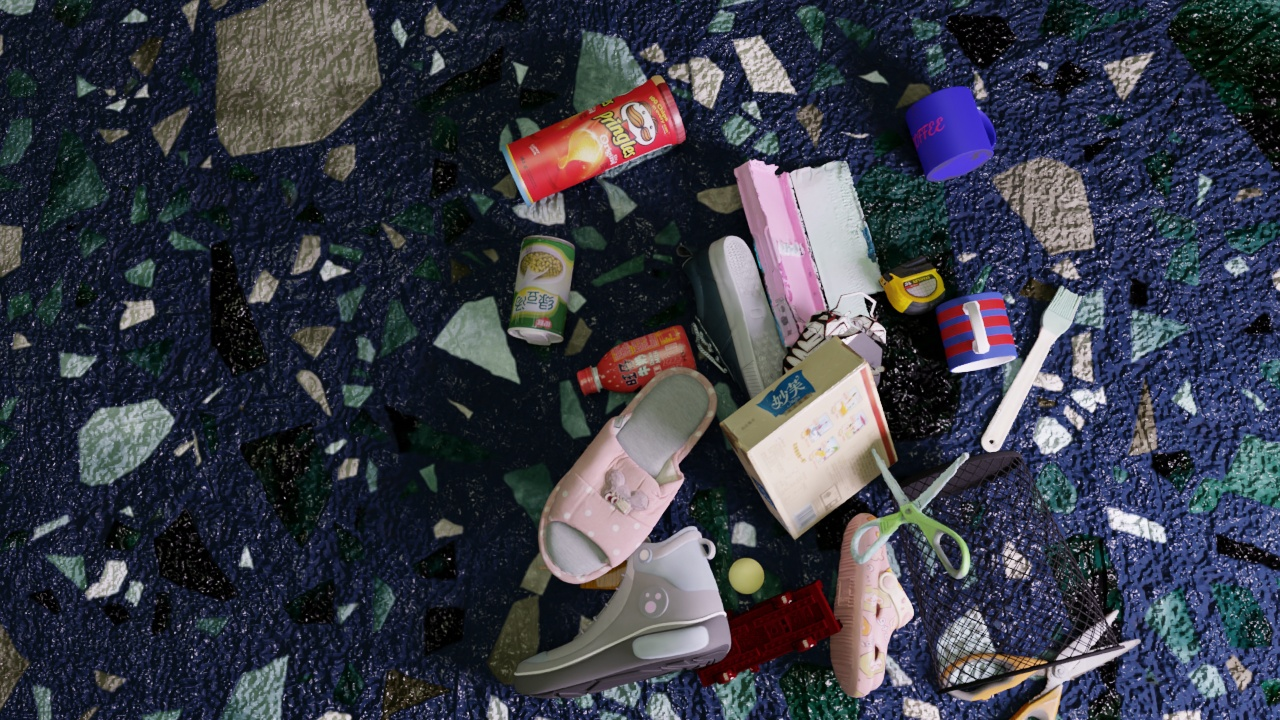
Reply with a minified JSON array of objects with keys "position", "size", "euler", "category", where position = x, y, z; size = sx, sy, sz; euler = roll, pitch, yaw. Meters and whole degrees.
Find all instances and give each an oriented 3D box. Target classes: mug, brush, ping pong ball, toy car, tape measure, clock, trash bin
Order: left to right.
[{"position":[-0.049,0.243,1.067],"size":[0.126,0.017,0.048],"euler":[1,79,5],"category":"brush"},{"position":[0.120,0.245,1.042],"size":[0.040,0.040,0.040],"euler":[-1,79,4],"category":"ping pong ball"},{"position":[0.137,0.300,1.015],"size":[0.170,0.061,0.070],"euler":[-30,76,21],"category":"toy car"},{"position":[0.227,-0.002,1.029],"size":[0.065,0.114,0.155],"euler":[37,115,50],"category":"clock"},{"position":[0.325,-0.085,1.091],"size":[0.065,0.037,0.064],"euler":[-26,73,-15],"category":"tape measure"},{"position":[0.384,-0.273,1.110],"size":[0.111,0.079,0.083],"euler":[-9,77,-26],"category":"mug"},{"position":[0.380,-0.035,1.040],"size":[0.075,0.112,0.076],"euler":[-13,78,17],"category":"mug"},{"position":[0.364,0.217,0.956],"size":[0.184,0.184,0.210],"euler":[-15,67,1],"category":"trash bin"},{"position":[0.456,0.011,1.077],"size":[0.033,0.012,0.217],"euler":[29,84,9],"category":"brush"}]

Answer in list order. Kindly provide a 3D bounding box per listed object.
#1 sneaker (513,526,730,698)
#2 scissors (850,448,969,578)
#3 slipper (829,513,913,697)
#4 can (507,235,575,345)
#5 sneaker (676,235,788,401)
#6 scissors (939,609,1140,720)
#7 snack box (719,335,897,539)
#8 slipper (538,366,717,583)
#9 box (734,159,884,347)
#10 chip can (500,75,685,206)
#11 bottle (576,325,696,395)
[{"position":[-0.031,0.277,1.018],"size":[0.257,0.093,0.160],"euler":[-18,63,18],"category":"sneaker"},{"position":[0.276,0.155,0.939],"size":[0.173,0.021,0.171],"euler":[-57,37,28],"category":"scissors"},{"position":[0.260,0.268,1.005],"size":[0.081,0.093,0.197],"euler":[7,78,-3],"category":"slipper"},{"position":[-0.119,-0.084,1.111],"size":[0.067,0.067,0.120],"euler":[6,79,6],"category":"can"},{"position":[0.108,-0.031,1.074],"size":[0.088,0.089,0.235],"euler":[-17,92,36],"category":"sneaker"},{"position":[0.448,0.362,1.007],"size":[0.225,0.016,0.175],"euler":[-16,79,1],"category":"scissors"},{"position":[0.187,0.088,0.986],"size":[0.153,0.207,0.055],"euler":[-37,48,-3],"category":"snack box"},{"position":[-0.013,0.121,1.004],"size":[0.114,0.054,0.274],"euler":[35,79,6],"category":"slipper"},{"position":[0.204,-0.131,1.108],"size":[0.160,0.062,0.230],"euler":[-8,76,-26],"category":"box"},{"position":[-0.058,-0.270,1.134],"size":[0.213,0.087,0.087],"euler":[-23,78,1],"category":"chip can"},{"position":[-0.006,0.006,1.089],"size":[0.137,0.062,0.062],"euler":[-19,78,2],"category":"bottle"}]
